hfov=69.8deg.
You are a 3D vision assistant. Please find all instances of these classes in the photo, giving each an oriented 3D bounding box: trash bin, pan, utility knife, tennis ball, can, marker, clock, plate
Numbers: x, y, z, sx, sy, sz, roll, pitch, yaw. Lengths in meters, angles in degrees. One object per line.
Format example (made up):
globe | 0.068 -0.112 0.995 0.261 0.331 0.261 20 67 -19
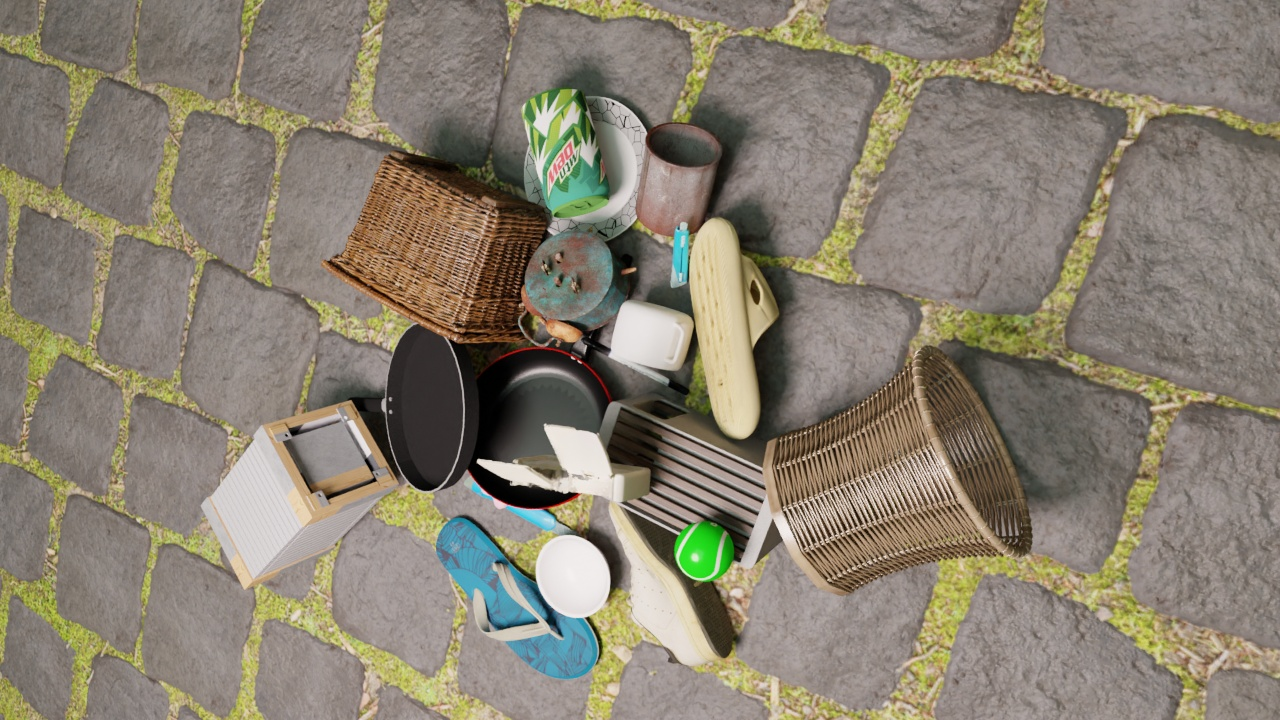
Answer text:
trash bin | 0.068 0.137 1.106 0.229 0.114 0.114 23 103 21
trash bin | -0.493 0.194 1.320 0.248 0.142 0.142 -41 77 36
pan | -0.098 0.024 1.197 0.209 0.067 0.356 29 87 13
pan | -0.320 0.062 1.265 0.357 0.034 0.225 -2 89 50
utility knife | 0.047 -0.129 1.109 0.022 0.118 0.015 -14 58 -8
tennis ball | 0.070 0.210 1.010 0.065 0.065 0.065 2 94 24
can | -0.092 -0.258 1.148 0.083 0.083 0.144 -16 87 25
utility knife | -0.163 0.206 1.271 0.196 0.015 0.031 27 107 19
marker | -0.007 0.007 1.158 0.152 0.011 0.011 27 105 -2
clock | -0.092 -0.088 1.146 0.157 0.073 0.121 -47 62 4
plate | -0.066 -0.246 1.193 0.189 0.016 0.188 2 95 24

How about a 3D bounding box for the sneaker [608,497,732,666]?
sneaker | 0.019 0.280 1.162 0.103 0.088 0.241 -34 84 31

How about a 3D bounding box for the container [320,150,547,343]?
container | -0.255 -0.154 1.204 0.250 0.162 0.183 27 105 22

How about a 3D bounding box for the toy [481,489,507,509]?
toy | -0.170 0.160 1.251 0.093 0.050 0.102 -45 78 8

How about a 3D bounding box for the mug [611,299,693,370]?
mug | 0.020 -0.030 1.120 0.116 0.094 0.068 28 105 59

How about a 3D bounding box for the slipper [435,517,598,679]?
slipper | -0.187 0.337 1.269 0.295 0.060 0.118 40 112 17

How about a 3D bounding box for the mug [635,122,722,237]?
mug | 0.053 -0.221 1.094 0.096 0.122 0.110 40 143 18

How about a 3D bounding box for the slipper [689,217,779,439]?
slipper | 0.118 -0.038 1.090 0.111 0.079 0.261 162 102 -65

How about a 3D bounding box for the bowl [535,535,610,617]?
bowl | -0.082 0.283 1.226 0.110 0.040 0.110 2 95 24

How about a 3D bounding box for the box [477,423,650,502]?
box | -0.078 0.119 1.014 0.145 0.186 0.065 5 70 19

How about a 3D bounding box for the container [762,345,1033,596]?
container | 0.263 0.126 0.966 0.197 0.226 0.227 -29 82 30
